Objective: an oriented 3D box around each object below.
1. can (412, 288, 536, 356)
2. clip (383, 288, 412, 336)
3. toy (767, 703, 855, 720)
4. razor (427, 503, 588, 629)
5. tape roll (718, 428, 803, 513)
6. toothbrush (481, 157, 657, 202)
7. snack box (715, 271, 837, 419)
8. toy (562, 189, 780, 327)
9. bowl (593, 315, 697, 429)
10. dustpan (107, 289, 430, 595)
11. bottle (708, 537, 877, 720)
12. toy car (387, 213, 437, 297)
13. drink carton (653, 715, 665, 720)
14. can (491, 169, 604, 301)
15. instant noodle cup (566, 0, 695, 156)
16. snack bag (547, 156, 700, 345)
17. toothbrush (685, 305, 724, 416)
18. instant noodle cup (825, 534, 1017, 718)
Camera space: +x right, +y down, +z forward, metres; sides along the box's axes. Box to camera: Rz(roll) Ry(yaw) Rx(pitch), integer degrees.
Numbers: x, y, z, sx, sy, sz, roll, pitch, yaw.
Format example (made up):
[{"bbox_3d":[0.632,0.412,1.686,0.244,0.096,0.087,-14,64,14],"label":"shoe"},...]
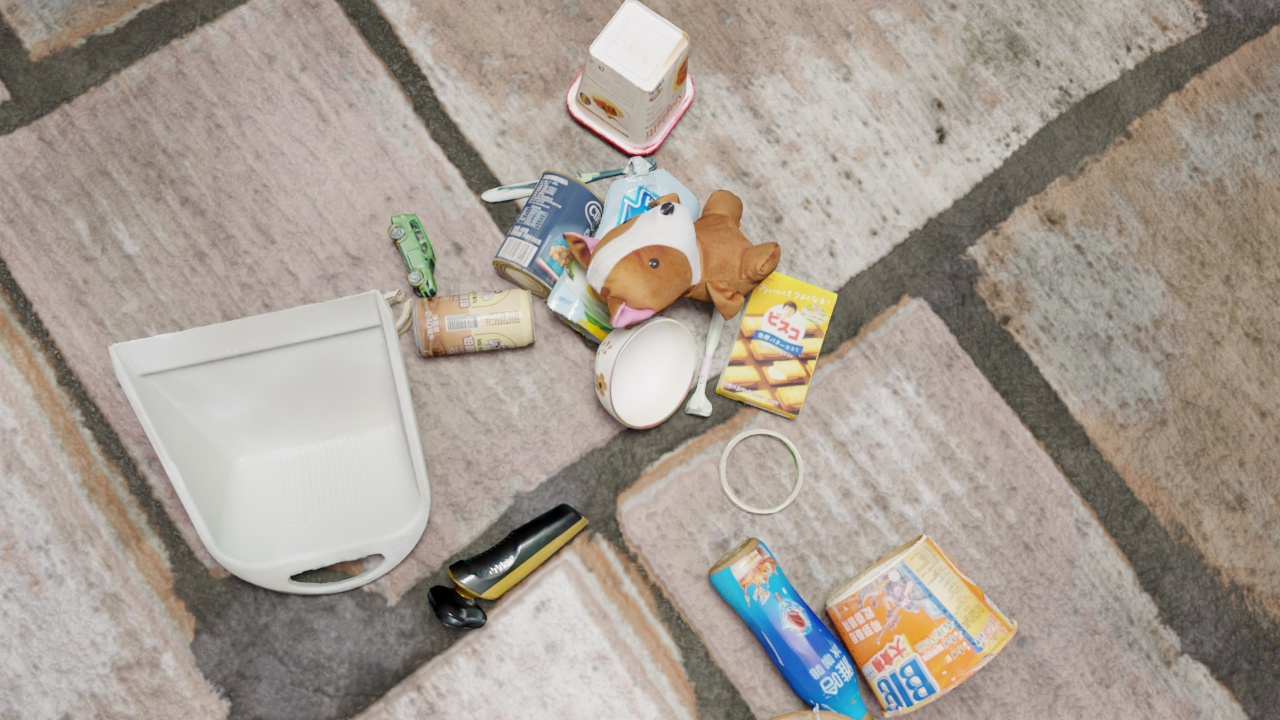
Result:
[{"bbox_3d":[-0.164,-0.038,0.912,0.116,0.058,0.058,-7,79,-7],"label":"can"},{"bbox_3d":[-0.265,-0.027,0.916,0.072,0.035,0.100,38,86,2],"label":"clip"},{"bbox_3d":[0.167,0.384,0.832,0.226,0.082,0.143,-10,100,6],"label":"toy"},{"bbox_3d":[-0.123,0.195,0.879,0.167,0.062,0.067,-34,114,-16],"label":"razor"},{"bbox_3d":[0.123,0.113,0.932,0.086,0.014,0.085,1,79,-5],"label":"tape roll"},{"bbox_3d":[-0.074,-0.192,0.972,0.191,0.018,0.016,-12,79,-8],"label":"toothbrush"},{"bbox_3d":[0.141,-0.018,0.951,0.087,0.034,0.140,20,76,-2],"label":"snack box"},{"bbox_3d":[0.033,-0.098,0.874,0.199,0.131,0.140,-13,50,-25],"label":"toy"},{"bbox_3d":[-0.005,0.005,0.907,0.062,0.113,0.113,25,73,43],"label":"bowl"},{"bbox_3d":[-0.298,0.093,0.808,0.222,0.258,0.142,-13,57,-8],"label":"dustpan"},{"bbox_3d":[0.153,0.274,0.878,0.065,0.065,0.218,-36,85,-11],"label":"bottle"},{"bbox_3d":[-0.227,-0.105,0.927,0.036,0.043,0.091,-19,82,-10],"label":"toy car"},{"bbox_3d":[0.002,0.393,0.846,0.045,0.053,0.122,31,77,2],"label":"drink carton"},{"bbox_3d":[-0.093,-0.125,0.928,0.075,0.075,0.111,28,78,0],"label":"can"},{"bbox_3d":[-0.006,-0.293,0.944,0.116,0.124,0.116,34,77,2],"label":"instant noodle cup"},{"bbox_3d":[-0.012,-0.110,0.935,0.110,0.039,0.190,34,80,-27],"label":"snack bag"},{"bbox_3d":[0.079,-0.033,0.955,0.029,0.020,0.189,6,75,29],"label":"toothbrush"},{"bbox_3d":[0.253,0.242,0.858,0.151,0.151,0.111,-33,75,-11],"label":"instant noodle cup"}]
